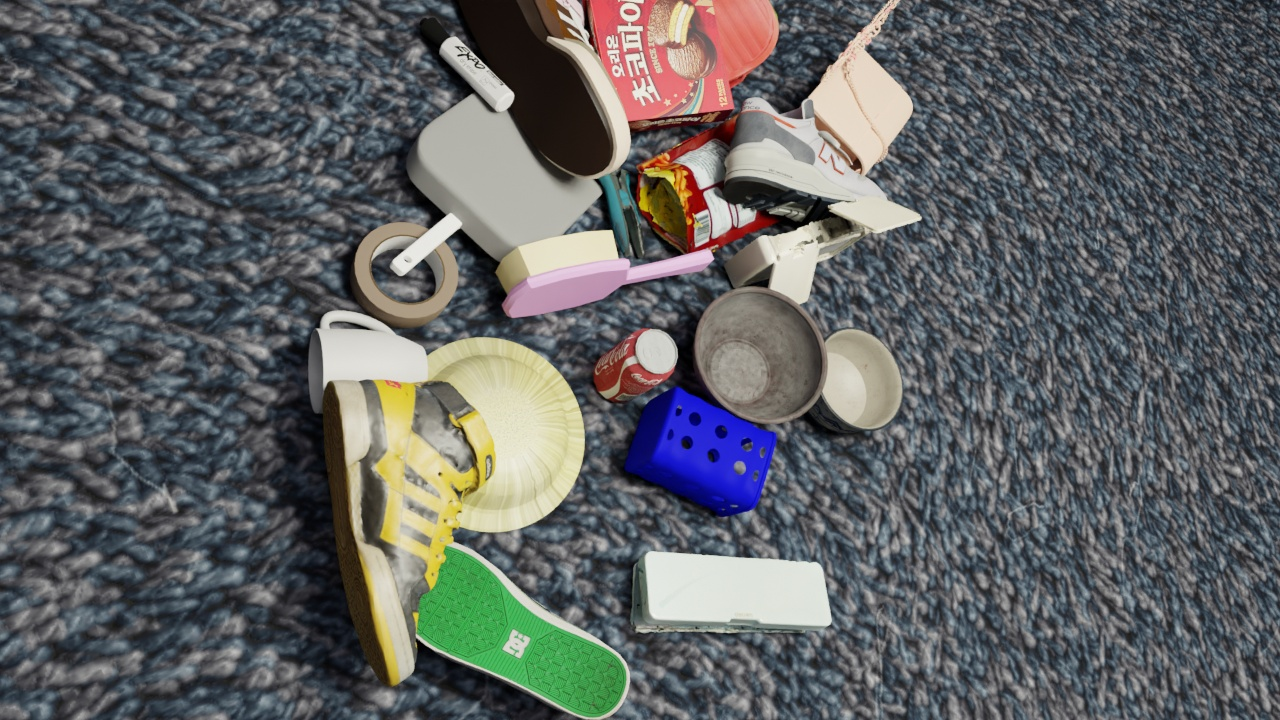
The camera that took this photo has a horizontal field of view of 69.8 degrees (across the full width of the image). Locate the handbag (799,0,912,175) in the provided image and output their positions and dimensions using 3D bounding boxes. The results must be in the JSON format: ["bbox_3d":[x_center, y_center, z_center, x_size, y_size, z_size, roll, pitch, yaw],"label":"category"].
[{"bbox_3d":[0.277,-0.314,1.069,0.116,0.188,0.198,41,56,-1],"label":"handbag"}]

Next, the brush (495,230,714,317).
[{"bbox_3d":[-0.032,-0.094,0.907,0.228,0.089,0.043,-14,76,-28],"label":"brush"}]

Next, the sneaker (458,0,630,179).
[{"bbox_3d":[-0.079,-0.312,0.948,0.116,0.112,0.293,-18,68,-42],"label":"sneaker"}]

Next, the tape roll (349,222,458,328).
[{"bbox_3d":[-0.218,-0.079,0.847,0.093,0.030,0.093,8,71,-23],"label":"tape roll"}]

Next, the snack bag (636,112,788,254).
[{"bbox_3d":[0.099,-0.198,1.021,0.207,0.067,0.139,-31,94,-32],"label":"snack bag"}]

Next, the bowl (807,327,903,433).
[{"bbox_3d":[0.224,0.027,1.008,0.115,0.059,0.115,8,71,-23],"label":"bowl"}]

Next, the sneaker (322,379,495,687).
[{"bbox_3d":[-0.176,0.126,0.736,0.122,0.086,0.238,-8,84,-30],"label":"sneaker"}]

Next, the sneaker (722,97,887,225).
[{"bbox_3d":[0.189,-0.225,1.024,0.239,0.089,0.124,5,78,-38],"label":"sneaker"}]

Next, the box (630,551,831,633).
[{"bbox_3d":[0.089,0.224,0.885,0.198,0.073,0.086,7,90,-22],"label":"box"}]

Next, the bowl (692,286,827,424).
[{"bbox_3d":[0.114,0.002,0.953,0.145,0.067,0.144,5,72,-16],"label":"bowl"}]

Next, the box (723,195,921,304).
[{"bbox_3d":[0.192,-0.114,0.967,0.143,0.182,0.081,-20,84,-23],"label":"box"}]

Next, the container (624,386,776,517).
[{"bbox_3d":[0.057,0.089,0.895,0.113,0.085,0.085,26,65,-15],"label":"container"}]

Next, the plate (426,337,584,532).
[{"bbox_3d":[-0.131,0.062,0.840,0.184,0.036,0.184,8,71,-23],"label":"plate"}]

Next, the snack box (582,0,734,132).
[{"bbox_3d":[0.018,-0.330,0.988,0.132,0.036,0.152,-10,86,-12],"label":"snack box"}]

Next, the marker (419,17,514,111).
[{"bbox_3d":[-0.178,-0.302,0.928,0.126,0.025,0.025,45,60,8],"label":"marker"}]

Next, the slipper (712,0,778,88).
[{"bbox_3d":[0.052,-0.337,1.045,0.248,0.059,0.103,-35,92,-14],"label":"slipper"}]

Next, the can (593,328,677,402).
[{"bbox_3d":[-0.005,0.005,0.884,0.054,0.097,0.054,8,70,-23],"label":"can"}]

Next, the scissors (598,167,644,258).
[{"bbox_3d":[-0.027,-0.177,0.968,0.130,0.019,0.134,46,44,-25],"label":"scissors"}]

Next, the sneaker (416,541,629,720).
[{"bbox_3d":[-0.120,0.229,0.780,0.235,0.079,0.084,30,68,5],"label":"sneaker"}]

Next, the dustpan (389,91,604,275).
[{"bbox_3d":[-0.155,-0.158,0.885,0.163,0.033,0.256,43,43,-8],"label":"dustpan"}]

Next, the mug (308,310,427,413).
[{"bbox_3d":[-0.239,-0.004,0.800,0.089,0.071,0.107,-1,47,-29],"label":"mug"}]
